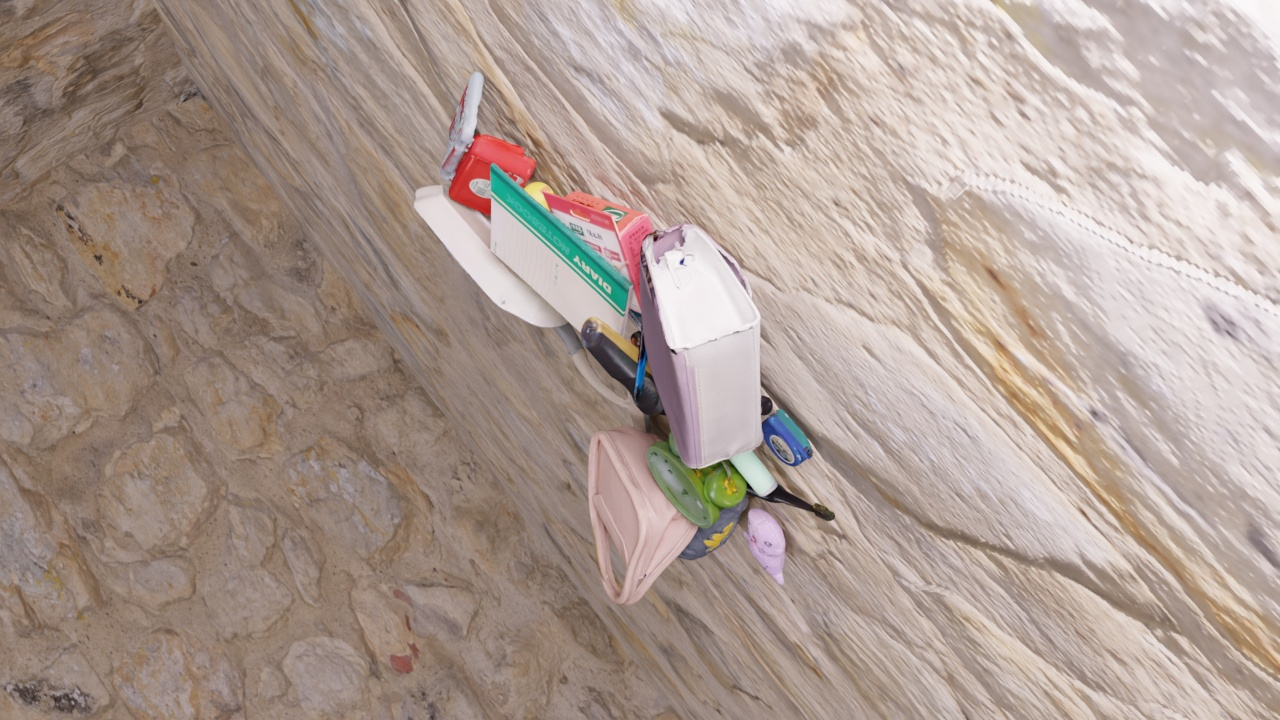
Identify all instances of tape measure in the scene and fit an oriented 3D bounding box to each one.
[{"bbox_3d":[0.146,0.078,0.914,0.058,0.025,0.055,51,163,10],"label":"tape measure"}]

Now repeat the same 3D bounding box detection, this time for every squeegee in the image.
[{"bbox_3d":[-0.075,-0.006,1.253,0.246,0.039,0.247,51,168,20],"label":"squeegee"}]

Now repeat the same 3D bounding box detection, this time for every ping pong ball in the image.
[{"bbox_3d":[-0.118,-0.185,1.057,0.040,0.040,0.040,46,160,22],"label":"ping pong ball"}]

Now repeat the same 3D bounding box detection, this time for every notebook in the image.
[{"bbox_3d":[-0.091,-0.103,0.998,0.209,0.012,0.151,42,153,16],"label":"notebook"}]

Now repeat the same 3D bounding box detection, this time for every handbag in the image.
[{"bbox_3d":[-0.017,0.227,1.239,0.193,0.093,0.235,57,137,50],"label":"handbag"},{"bbox_3d":[0.056,-0.012,0.854,0.197,0.098,0.145,81,165,-53],"label":"handbag"}]

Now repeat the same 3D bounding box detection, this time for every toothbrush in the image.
[{"bbox_3d":[0.072,0.058,0.992,0.224,0.027,0.026,51,157,-9],"label":"toothbrush"},{"bbox_3d":[0.006,-0.043,0.933,0.016,0.014,0.190,37,129,44],"label":"toothbrush"},{"bbox_3d":[0.146,0.147,1.035,0.027,0.026,0.213,49,164,-24],"label":"toothbrush"}]

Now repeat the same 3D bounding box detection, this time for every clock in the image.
[{"bbox_3d":[0.067,0.129,1.065,0.116,0.056,0.161,51,159,9],"label":"clock"}]

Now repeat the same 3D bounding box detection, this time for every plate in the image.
[{"bbox_3d":[-0.187,-0.146,1.200,0.265,0.034,0.161,48,-157,19],"label":"plate"}]

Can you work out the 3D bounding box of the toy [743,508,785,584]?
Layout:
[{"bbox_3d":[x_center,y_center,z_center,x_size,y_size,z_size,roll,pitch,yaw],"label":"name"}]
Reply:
[{"bbox_3d":[0.153,0.220,1.129,0.084,0.039,0.108,51,165,35],"label":"toy"}]

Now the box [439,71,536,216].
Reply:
[{"bbox_3d":[-0.185,-0.255,1.099,0.112,0.099,0.202,22,169,-17],"label":"box"}]

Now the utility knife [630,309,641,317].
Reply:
[{"bbox_3d":[-0.019,-0.081,1.041,0.209,0.018,0.034,51,161,5],"label":"utility knife"}]

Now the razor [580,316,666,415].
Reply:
[{"bbox_3d":[-0.006,0.006,0.989,0.062,0.067,0.167,7,154,43],"label":"razor"}]

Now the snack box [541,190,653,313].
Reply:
[{"bbox_3d":[-0.034,-0.121,0.945,0.113,0.044,0.127,27,148,41],"label":"snack box"}]

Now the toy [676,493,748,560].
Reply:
[{"bbox_3d":[0.048,0.204,1.272,0.357,0.091,0.138,9,117,59],"label":"toy"}]

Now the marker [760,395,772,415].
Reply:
[{"bbox_3d":[0.096,0.039,0.974,0.022,0.020,0.132,39,169,-23],"label":"marker"}]

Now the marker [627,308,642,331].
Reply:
[{"bbox_3d":[0.010,-0.033,1.058,0.145,0.017,0.017,50,161,8],"label":"marker"}]

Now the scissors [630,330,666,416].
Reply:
[{"bbox_3d":[0.035,0.055,1.141,0.231,0.021,0.221,30,150,56],"label":"scissors"}]
